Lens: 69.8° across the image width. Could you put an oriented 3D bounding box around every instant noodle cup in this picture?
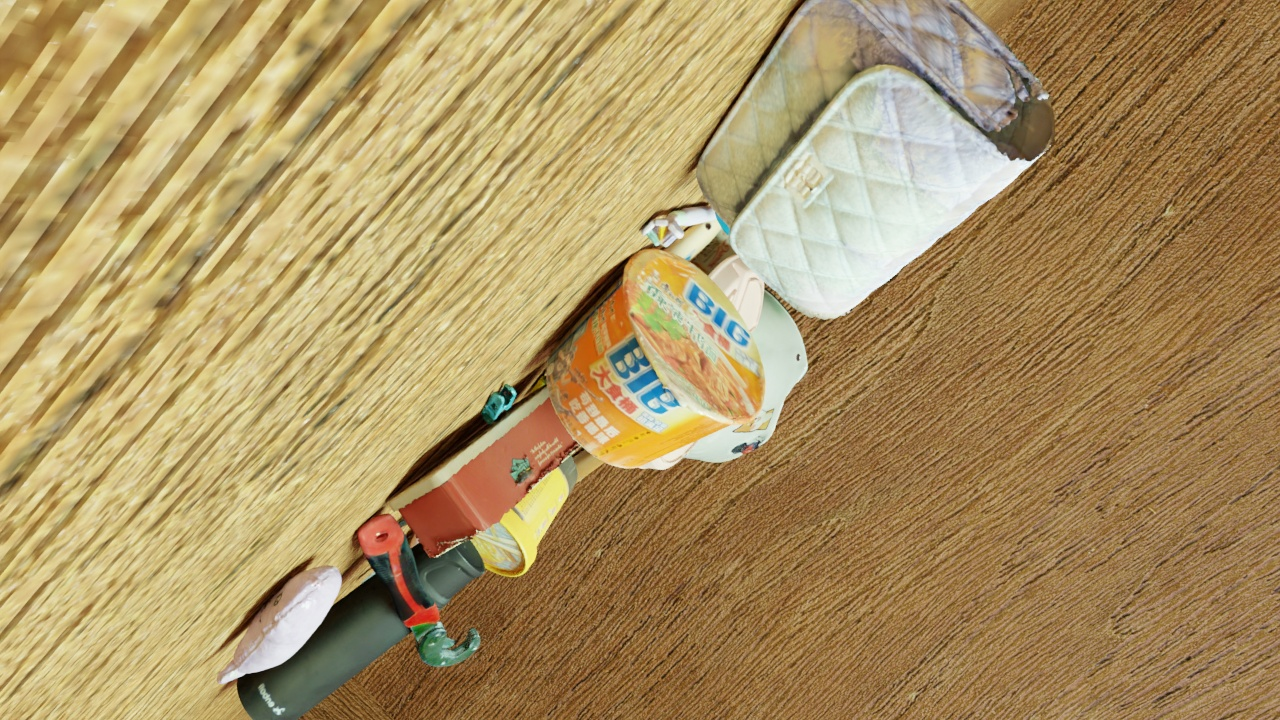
[{"bbox_3d":[0.007,0.007,0.706,0.112,0.151,0.151,-36,-178,33],"label":"instant noodle cup"},{"bbox_3d":[-0.132,0.135,0.924,0.114,0.118,0.119,-52,-177,-37],"label":"instant noodle cup"}]

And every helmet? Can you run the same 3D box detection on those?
[{"bbox_3d":[0.073,0.019,1.199,0.156,0.230,0.275,-7,141,-53],"label":"helmet"}]

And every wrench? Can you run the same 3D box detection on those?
[{"bbox_3d":[-0.196,0.211,0.809,0.056,0.016,0.274,-31,144,-16],"label":"wrench"}]

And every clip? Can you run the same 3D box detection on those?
[{"bbox_3d":[-0.107,0.032,0.699,0.047,0.014,0.057,-40,177,-24],"label":"clip"}]

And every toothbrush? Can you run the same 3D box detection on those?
[{"bbox_3d":[0.038,-0.105,0.689,0.188,0.029,0.021,-39,137,-70],"label":"toothbrush"}]

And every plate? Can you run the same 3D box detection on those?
[{"bbox_3d":[0.061,0.007,0.885,0.228,0.028,0.230,-53,160,-29],"label":"plate"}]

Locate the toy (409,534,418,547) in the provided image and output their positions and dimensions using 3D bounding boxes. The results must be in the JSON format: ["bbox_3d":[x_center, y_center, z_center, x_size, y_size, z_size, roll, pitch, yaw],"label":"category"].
[{"bbox_3d":[-0.200,0.188,1.040,0.121,0.054,0.160,-12,149,-25],"label":"toy"}]

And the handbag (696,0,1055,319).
[{"bbox_3d":[0.113,-0.110,0.505,0.075,0.134,0.194,-43,176,-26],"label":"handbag"}]

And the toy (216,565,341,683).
[{"bbox_3d":[-0.247,0.182,0.650,0.108,0.039,0.083,-49,175,31],"label":"toy"}]

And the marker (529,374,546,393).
[{"bbox_3d":[-0.074,0.006,0.812,0.018,0.015,0.124,-43,174,-42],"label":"marker"}]

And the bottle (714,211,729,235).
[{"bbox_3d":[0.111,-0.147,0.627,0.065,0.065,0.219,-43,177,-21],"label":"bottle"}]

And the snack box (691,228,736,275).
[{"bbox_3d":[0.099,-0.128,0.962,0.178,0.046,0.182,-46,177,30],"label":"snack box"}]

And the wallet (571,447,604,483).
[{"bbox_3d":[-0.068,0.119,1.037,0.132,0.031,0.107,-36,177,12],"label":"wallet"}]

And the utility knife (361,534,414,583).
[{"bbox_3d":[-0.267,0.213,1.077,0.180,0.015,0.033,-39,153,-54],"label":"utility knife"}]

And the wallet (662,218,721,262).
[{"bbox_3d":[0.020,-0.079,0.808,0.115,0.024,0.087,-44,173,-29],"label":"wallet"}]

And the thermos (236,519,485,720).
[{"bbox_3d":[-0.268,0.241,0.870,0.242,0.090,0.068,-38,173,-1],"label":"thermos"}]

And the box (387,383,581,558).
[{"bbox_3d":[-0.110,0.090,0.742,0.092,0.075,0.167,-31,-174,40],"label":"box"}]
